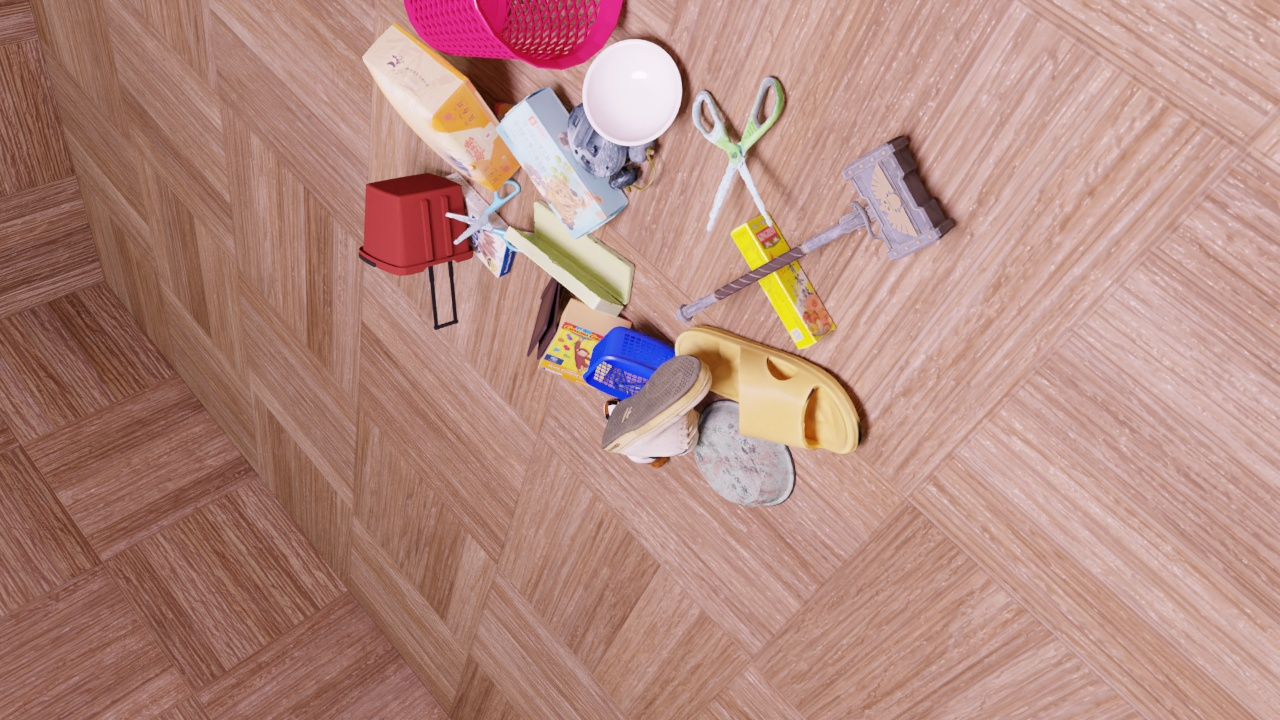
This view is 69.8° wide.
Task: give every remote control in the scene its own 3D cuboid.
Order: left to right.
[{"bbox_3d":[-0.148,-0.308,1.191,0.126,0.018,0.038,25,133,39],"label":"remote control"}]

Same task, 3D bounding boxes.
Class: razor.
[{"bbox_3d":[0.005,0.038,1.266,0.106,0.026,0.042,2,115,44],"label":"razor"}]

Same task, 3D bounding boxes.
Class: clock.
[{"bbox_3d":[-0.031,-0.251,1.066,0.129,0.052,0.090,52,144,9],"label":"clock"}]

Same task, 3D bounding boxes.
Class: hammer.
[{"bbox_3d":[0.146,-0.102,0.926,0.323,0.044,0.098,-27,94,43],"label":"hammer"}]

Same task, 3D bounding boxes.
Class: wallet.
[{"bbox_3d":[-0.131,-0.068,1.289,0.018,0.115,0.092,17,146,-16],"label":"wallet"}]

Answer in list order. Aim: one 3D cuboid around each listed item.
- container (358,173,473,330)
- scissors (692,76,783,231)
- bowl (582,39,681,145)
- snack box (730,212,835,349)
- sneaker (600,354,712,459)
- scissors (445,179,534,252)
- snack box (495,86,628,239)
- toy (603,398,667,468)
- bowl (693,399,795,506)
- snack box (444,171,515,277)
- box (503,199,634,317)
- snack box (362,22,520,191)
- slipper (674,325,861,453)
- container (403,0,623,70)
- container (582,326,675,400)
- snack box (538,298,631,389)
[{"bbox_3d":[-0.327,-0.161,1.351,0.127,0.147,0.201,25,123,36],"label":"container"},{"bbox_3d":[0.097,-0.213,0.945,0.168,0.023,0.172,41,121,30],"label":"scissors"},{"bbox_3d":[-0.004,-0.288,0.998,0.110,0.040,0.110,2,98,16],"label":"bowl"},{"bbox_3d":[0.153,-0.085,0.984,0.029,0.040,0.148,-28,93,54],"label":"snack box"},{"bbox_3d":[0.038,0.075,1.137,0.102,0.088,0.242,28,150,-14],"label":"sneaker"},{"bbox_3d":[-0.207,-0.205,1.293,0.136,0.015,0.126,13,115,-4],"label":"scissors"},{"bbox_3d":[-0.096,-0.241,1.128,0.075,0.053,0.174,-23,107,48],"label":"snack box"},{"bbox_3d":[-0.002,0.105,1.283,0.087,0.067,0.112,-6,142,40],"label":"toy"},{"bbox_3d":[0.123,0.128,1.178,0.157,0.038,0.158,29,136,33],"label":"bowl"},{"bbox_3d":[-0.244,-0.202,1.372,0.150,0.026,0.082,47,142,15],"label":"snack box"},{"bbox_3d":[-0.094,-0.130,1.231,0.188,0.089,0.078,37,170,25],"label":"box"},{"bbox_3d":[-0.251,-0.312,1.174,0.145,0.080,0.195,41,176,22],"label":"snack box"},{"bbox_3d":[0.132,0.036,1.067,0.263,0.078,0.100,28,134,37],"label":"slipper"},{"bbox_3d":[-0.158,-0.409,1.010,0.226,0.182,0.183,18,129,51],"label":"container"},{"bbox_3d":[-0.007,0.007,1.189,0.114,0.058,0.096,23,148,-18],"label":"container"},{"bbox_3d":[-0.078,-0.020,1.264,0.088,0.040,0.126,21,144,-12],"label":"snack box"}]
